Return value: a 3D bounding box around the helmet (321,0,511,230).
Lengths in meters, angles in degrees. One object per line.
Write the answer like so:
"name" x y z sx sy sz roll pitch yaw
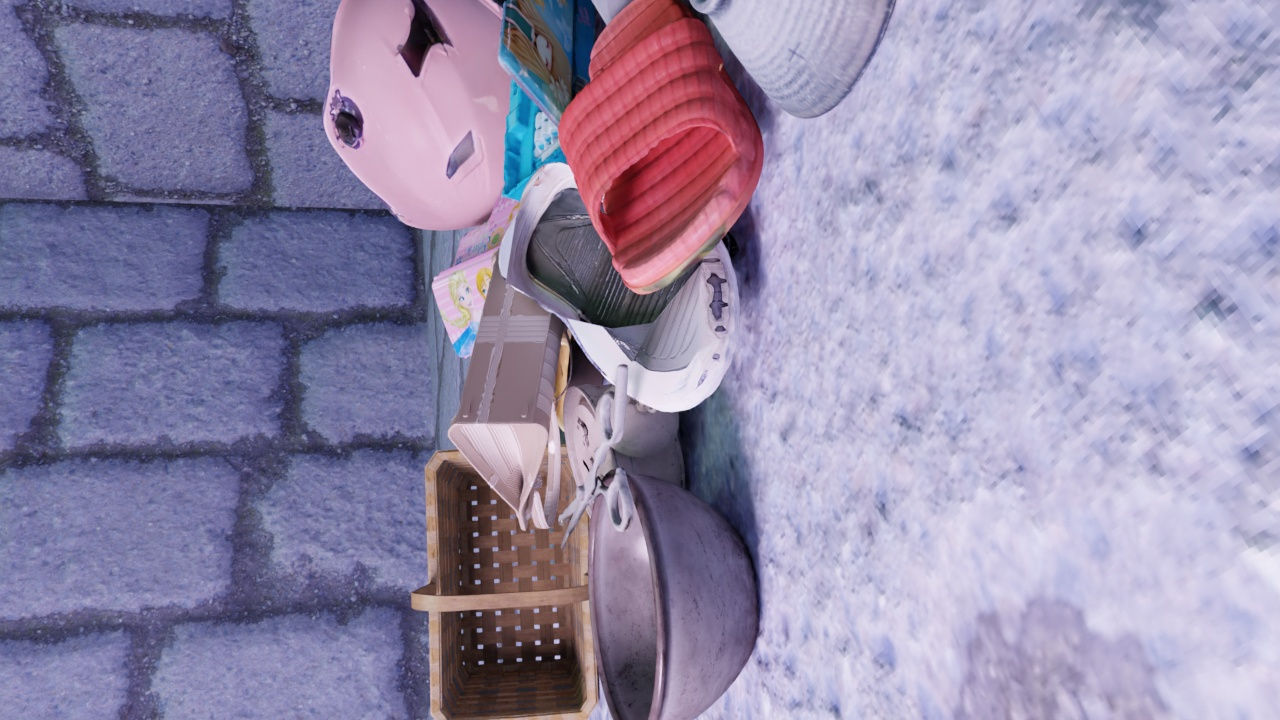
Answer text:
"helmet" -0.172 -0.250 0.874 0.153 0.229 0.256 12 126 47

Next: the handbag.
"handbag" -0.079 0.048 0.682 0.175 0.062 0.198 -87 -5 -46

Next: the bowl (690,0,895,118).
"bowl" 0.054 -0.176 0.394 0.137 0.057 0.137 178 91 -73

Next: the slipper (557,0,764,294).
"slipper" 0.000 -0.141 0.503 0.104 0.059 0.248 -33 42 25

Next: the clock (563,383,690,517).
"clock" -0.003 0.051 0.592 0.157 0.061 0.103 111 141 -58

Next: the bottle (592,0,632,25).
"bottle" -0.020 -0.295 0.654 0.161 0.046 0.072 -111 26 -49

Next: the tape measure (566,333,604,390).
"tape measure" -0.040 0.000 0.757 0.059 0.038 0.058 134 141 -83

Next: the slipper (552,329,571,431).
"slipper" -0.102 -0.025 0.894 0.261 0.079 0.111 -111 22 -50

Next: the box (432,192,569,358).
"box" -0.102 -0.093 0.779 0.231 0.062 0.160 -13 77 48

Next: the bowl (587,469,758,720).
"bowl" 0.020 0.132 0.508 0.145 0.067 0.145 178 91 -73

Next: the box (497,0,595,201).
"box" -0.072 -0.259 0.733 0.171 0.085 0.226 105 165 -62

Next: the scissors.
"scissors" -0.028 0.061 0.519 0.161 0.014 0.117 173 95 -70

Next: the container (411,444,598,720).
"container" -0.118 0.202 0.828 0.186 0.157 0.250 130 138 -82

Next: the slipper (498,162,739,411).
"slipper" -0.008 -0.053 0.559 0.264 0.063 0.111 34 102 51
